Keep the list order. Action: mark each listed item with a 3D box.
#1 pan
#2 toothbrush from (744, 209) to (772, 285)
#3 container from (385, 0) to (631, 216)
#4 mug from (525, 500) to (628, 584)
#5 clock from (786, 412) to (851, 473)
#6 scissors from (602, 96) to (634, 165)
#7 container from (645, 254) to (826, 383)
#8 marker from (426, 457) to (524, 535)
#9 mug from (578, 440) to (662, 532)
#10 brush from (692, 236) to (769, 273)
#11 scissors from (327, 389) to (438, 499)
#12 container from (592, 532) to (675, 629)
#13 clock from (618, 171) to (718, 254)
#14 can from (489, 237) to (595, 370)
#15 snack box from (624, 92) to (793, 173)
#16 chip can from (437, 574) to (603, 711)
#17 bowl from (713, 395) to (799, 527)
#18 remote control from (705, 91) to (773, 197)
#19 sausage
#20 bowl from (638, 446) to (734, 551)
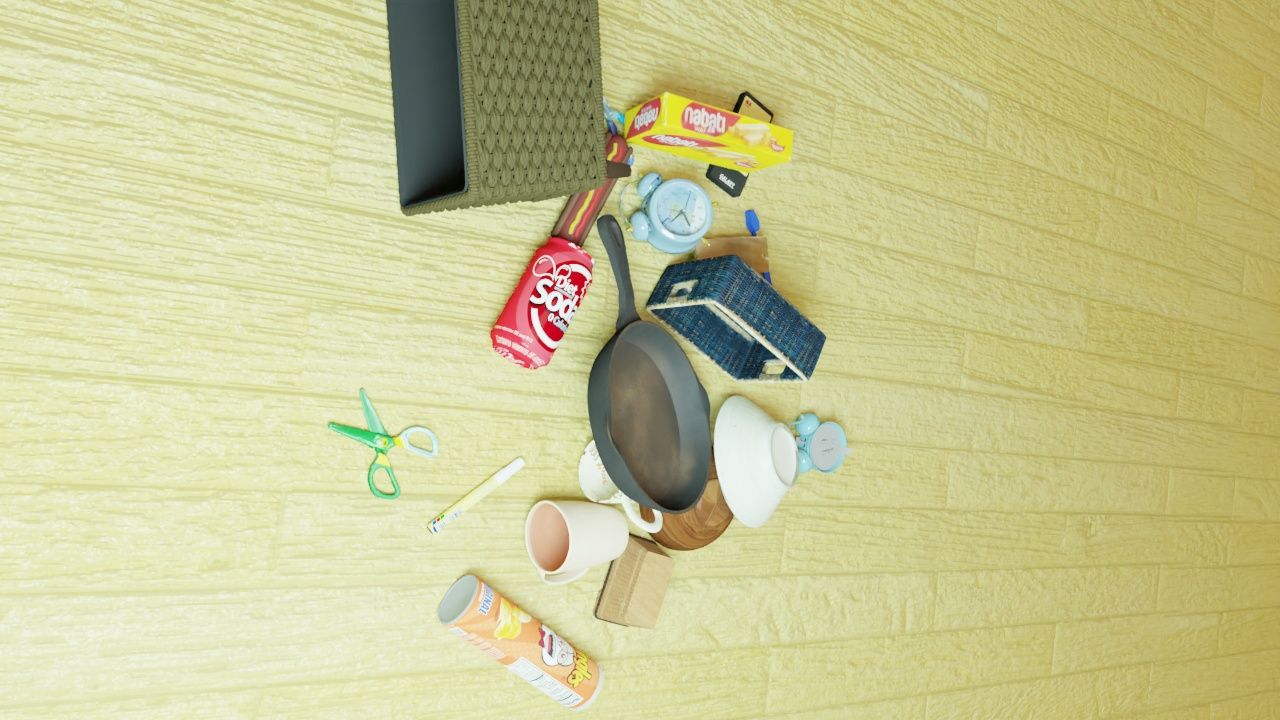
[{"bbox_3d":[-0.006,0.006,1.074,0.248,0.043,0.356,-14,89,-60],"label":"pan"},{"bbox_3d":[0.175,-0.118,1.270,0.016,0.011,0.187,-25,106,-30],"label":"toothbrush"},{"bbox_3d":[-0.135,-0.320,0.967,0.204,0.177,0.321,-6,96,-36],"label":"container"},{"bbox_3d":[-0.077,0.219,1.090,0.104,0.085,0.112,5,117,-44],"label":"mug"},{"bbox_3d":[0.246,0.120,1.310,0.123,0.042,0.087,14,85,-34],"label":"clock"},{"bbox_3d":[-0.043,-0.292,1.119,0.135,0.016,0.086,36,75,-30],"label":"scissors"},{"bbox_3d":[0.121,-0.049,1.160,0.187,0.145,0.071,37,69,-29],"label":"container"},{"bbox_3d":[-0.186,0.153,1.048,0.132,0.014,0.014,-37,111,-26],"label":"marker"},{"bbox_3d":[-0.006,0.154,1.109,0.081,0.122,0.097,-43,142,23],"label":"mug"},{"bbox_3d":[0.117,-0.137,1.215,0.117,0.039,0.049,-8,94,-33],"label":"brush"},{"bbox_3d":[-0.272,0.085,0.991,0.119,0.012,0.129,-24,106,-31],"label":"scissors"},{"bbox_3d":[-0.004,0.279,1.143,0.063,0.061,0.114,25,79,-31],"label":"container"},{"bbox_3d":[0.033,-0.185,1.143,0.124,0.052,0.088,14,80,-12],"label":"clock"},{"bbox_3d":[-0.111,-0.064,1.050,0.074,0.074,0.142,35,74,-29],"label":"can"},{"bbox_3d":[0.086,-0.279,1.139,0.200,0.092,0.042,6,86,-33],"label":"snack box"},{"bbox_3d":[-0.135,0.329,1.061,0.210,0.062,0.062,44,69,-27],"label":"chip can"},{"bbox_3d":[0.164,0.128,1.205,0.176,0.058,0.176,26,58,-51],"label":"bowl"},{"bbox_3d":[0.134,-0.290,1.234,0.058,0.013,0.133,30,77,-31],"label":"remote control"},{"bbox_3d":[-0.058,-0.201,1.093,0.040,0.040,0.155,32,80,-30],"label":"sausage"},{"bbox_3d":[0.077,0.179,1.187,0.147,0.069,0.147,-2,93,-33],"label":"bowl"}]
